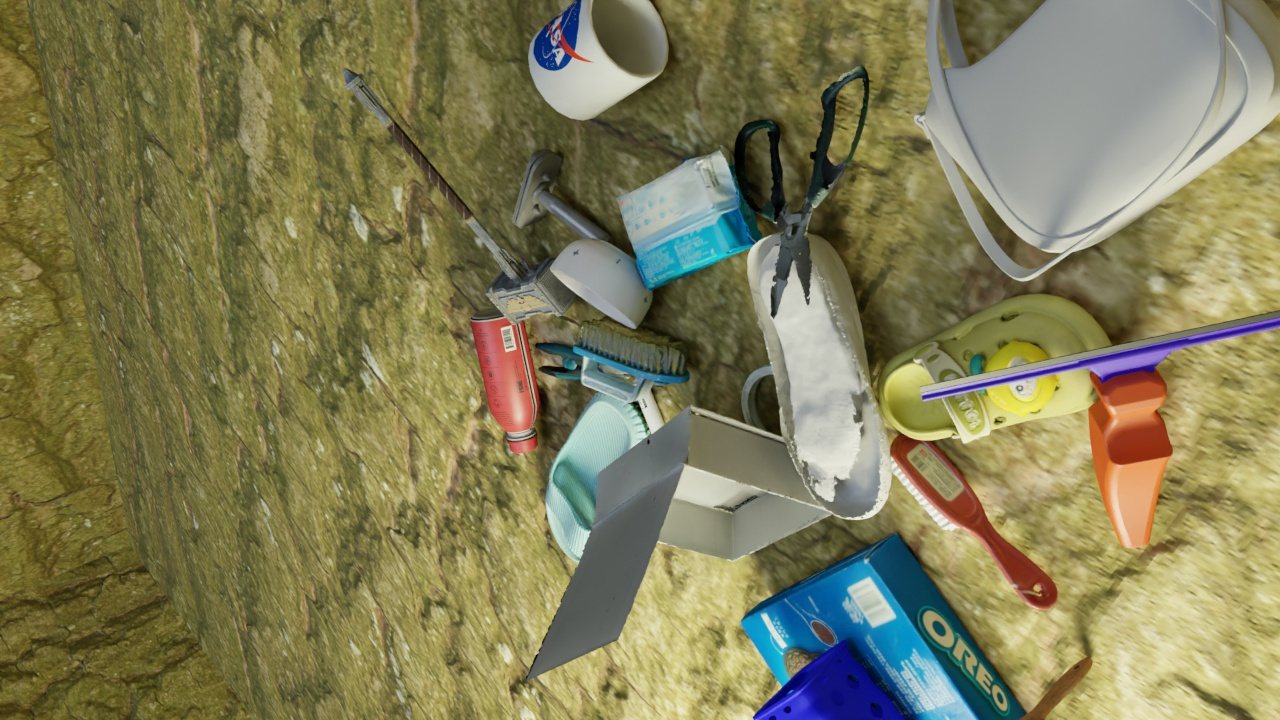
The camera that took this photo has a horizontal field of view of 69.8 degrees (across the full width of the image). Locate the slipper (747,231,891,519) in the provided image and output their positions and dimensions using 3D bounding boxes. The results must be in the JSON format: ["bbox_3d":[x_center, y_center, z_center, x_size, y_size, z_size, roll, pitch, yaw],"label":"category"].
[{"bbox_3d":[0.153,0.012,0.765,0.112,0.074,0.247,-13,93,58],"label":"slipper"}]

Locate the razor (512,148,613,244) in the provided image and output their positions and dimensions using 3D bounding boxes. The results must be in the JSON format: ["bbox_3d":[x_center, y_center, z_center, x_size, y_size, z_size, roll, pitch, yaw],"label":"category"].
[{"bbox_3d":[-0.076,-0.152,0.958,0.116,0.047,0.088,39,133,17],"label":"razor"}]

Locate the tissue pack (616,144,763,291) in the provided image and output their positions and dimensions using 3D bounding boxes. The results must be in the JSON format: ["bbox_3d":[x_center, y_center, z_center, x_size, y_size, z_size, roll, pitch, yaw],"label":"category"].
[{"bbox_3d":[0.042,-0.126,0.828,0.145,0.061,0.093,-19,93,47],"label":"tissue pack"}]

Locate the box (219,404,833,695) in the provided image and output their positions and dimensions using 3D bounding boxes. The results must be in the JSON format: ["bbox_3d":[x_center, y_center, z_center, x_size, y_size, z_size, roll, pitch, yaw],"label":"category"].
[{"bbox_3d":[-0.057,0.161,0.732,0.167,0.504,0.148,-42,72,48],"label":"box"}]

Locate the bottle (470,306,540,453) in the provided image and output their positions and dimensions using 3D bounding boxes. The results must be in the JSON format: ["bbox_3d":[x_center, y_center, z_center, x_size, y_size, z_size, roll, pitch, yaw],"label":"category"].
[{"bbox_3d":[-0.157,0.026,1.106,0.062,0.062,0.177,6,112,45],"label":"bottle"}]

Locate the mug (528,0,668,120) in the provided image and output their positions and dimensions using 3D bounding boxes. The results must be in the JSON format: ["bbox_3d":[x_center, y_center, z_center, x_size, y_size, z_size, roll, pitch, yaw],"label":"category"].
[{"bbox_3d":[-0.036,-0.289,0.824,0.090,0.091,0.121,-16,61,49],"label":"mug"}]

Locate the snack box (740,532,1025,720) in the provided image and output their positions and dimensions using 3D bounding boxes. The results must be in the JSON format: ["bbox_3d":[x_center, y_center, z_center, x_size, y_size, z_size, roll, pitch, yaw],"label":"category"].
[{"bbox_3d":[0.225,0.301,0.840,0.239,0.056,0.196,56,138,10],"label":"snack box"}]

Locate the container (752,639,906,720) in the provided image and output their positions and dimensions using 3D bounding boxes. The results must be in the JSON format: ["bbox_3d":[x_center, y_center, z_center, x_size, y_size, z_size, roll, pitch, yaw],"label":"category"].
[{"bbox_3d":[0.175,0.322,0.795,0.113,0.084,0.085,50,137,15],"label":"container"}]

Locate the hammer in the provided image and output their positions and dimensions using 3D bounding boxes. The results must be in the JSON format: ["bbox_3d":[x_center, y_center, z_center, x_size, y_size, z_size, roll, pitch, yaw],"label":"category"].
[{"bbox_3d":[-0.196,-0.169,0.961,0.099,0.044,0.322,-6,131,47],"label":"hammer"}]

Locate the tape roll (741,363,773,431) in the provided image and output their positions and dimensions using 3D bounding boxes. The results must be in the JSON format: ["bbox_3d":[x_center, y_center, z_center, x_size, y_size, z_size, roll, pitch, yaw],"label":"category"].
[{"bbox_3d":[0.134,0.047,0.849,0.093,0.013,0.093,22,124,38],"label":"tape roll"}]

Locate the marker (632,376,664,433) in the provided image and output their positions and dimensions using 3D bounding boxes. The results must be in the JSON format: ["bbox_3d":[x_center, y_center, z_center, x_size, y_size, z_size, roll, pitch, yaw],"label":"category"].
[{"bbox_3d":[0.020,0.080,0.979,0.020,0.017,0.133,-19,94,53],"label":"marker"}]

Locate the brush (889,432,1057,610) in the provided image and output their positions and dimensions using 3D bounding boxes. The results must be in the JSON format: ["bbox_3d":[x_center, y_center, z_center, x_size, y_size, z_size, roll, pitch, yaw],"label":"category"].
[{"bbox_3d":[0.262,0.130,0.738,0.172,0.040,0.030,51,156,18],"label":"brush"}]

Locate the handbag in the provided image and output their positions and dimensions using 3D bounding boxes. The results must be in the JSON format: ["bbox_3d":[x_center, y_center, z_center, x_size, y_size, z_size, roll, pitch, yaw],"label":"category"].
[{"bbox_3d":[0.247,-0.184,0.569,0.222,0.095,0.216,59,136,16],"label":"handbag"}]

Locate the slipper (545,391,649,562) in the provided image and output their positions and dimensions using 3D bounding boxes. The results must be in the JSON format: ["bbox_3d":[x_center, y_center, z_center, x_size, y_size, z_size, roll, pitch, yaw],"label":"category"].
[{"bbox_3d":[-0.066,0.143,1.063,0.116,0.069,0.277,47,135,25],"label":"slipper"}]

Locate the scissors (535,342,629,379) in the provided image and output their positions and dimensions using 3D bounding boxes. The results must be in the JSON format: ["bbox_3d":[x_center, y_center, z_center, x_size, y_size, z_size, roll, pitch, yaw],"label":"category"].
[{"bbox_3d":[-0.071,0.000,1.037,0.139,0.019,0.129,51,136,14],"label":"scissors"}]

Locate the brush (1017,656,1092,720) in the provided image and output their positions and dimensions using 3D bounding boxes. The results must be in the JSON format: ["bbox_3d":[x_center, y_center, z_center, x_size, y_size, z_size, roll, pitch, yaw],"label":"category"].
[{"bbox_3d":[0.298,0.258,0.678,0.008,0.142,0.045,59,147,10],"label":"brush"}]

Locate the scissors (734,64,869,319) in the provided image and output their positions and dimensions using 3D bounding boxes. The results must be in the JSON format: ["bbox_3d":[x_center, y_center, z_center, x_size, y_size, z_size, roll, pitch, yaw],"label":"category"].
[{"bbox_3d":[0.107,-0.127,0.728,0.155,0.015,0.209,8,80,52],"label":"scissors"}]

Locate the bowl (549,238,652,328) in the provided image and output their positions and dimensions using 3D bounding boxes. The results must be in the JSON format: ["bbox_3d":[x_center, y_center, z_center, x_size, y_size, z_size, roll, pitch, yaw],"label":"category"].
[{"bbox_3d":[-0.033,-0.082,0.909,0.105,0.054,0.105,35,174,4],"label":"bowl"}]

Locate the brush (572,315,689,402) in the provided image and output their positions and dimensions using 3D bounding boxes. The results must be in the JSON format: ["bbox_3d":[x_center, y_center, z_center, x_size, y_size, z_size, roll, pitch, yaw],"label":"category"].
[{"bbox_3d":[-0.006,0.005,0.940,0.136,0.055,0.075,20,114,39],"label":"brush"}]

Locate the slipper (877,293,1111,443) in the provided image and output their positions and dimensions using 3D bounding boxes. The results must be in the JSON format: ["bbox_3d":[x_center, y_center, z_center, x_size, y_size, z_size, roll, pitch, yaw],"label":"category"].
[{"bbox_3d":[0.242,0.015,0.673,0.191,0.081,0.091,-26,86,51],"label":"slipper"}]

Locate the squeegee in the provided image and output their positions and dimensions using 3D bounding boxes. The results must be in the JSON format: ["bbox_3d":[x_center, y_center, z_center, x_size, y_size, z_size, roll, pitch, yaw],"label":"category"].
[{"bbox_3d":[0.323,0.054,0.607,0.250,0.055,0.185,-13,122,13],"label":"squeegee"}]
